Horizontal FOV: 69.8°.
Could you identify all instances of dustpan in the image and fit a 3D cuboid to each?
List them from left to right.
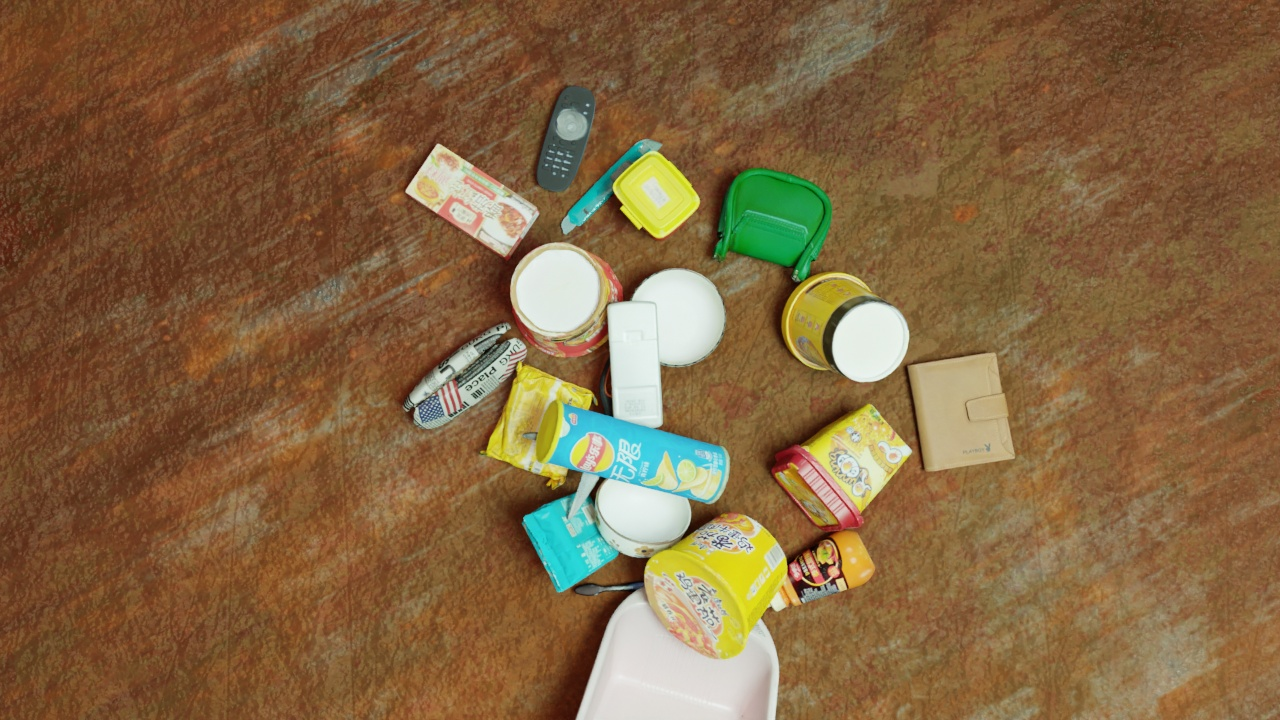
[{"bbox_3d":[0.042,0.375,1.005,0.222,0.272,0.139,15,116,0],"label":"dustpan"}]

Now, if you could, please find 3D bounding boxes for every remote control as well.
[{"bbox_3d":[-0.093,-0.274,1.144,0.053,0.024,0.136,16,85,5],"label":"remote control"},{"bbox_3d":[-0.006,0.006,1.057,0.058,0.021,0.150,-3,97,-4],"label":"remote control"}]

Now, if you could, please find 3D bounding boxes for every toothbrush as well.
[{"bbox_3d":[0.015,0.272,1.109,0.189,0.016,0.014,-4,82,-1],"label":"toothbrush"}]

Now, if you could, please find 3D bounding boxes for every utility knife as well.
[{"bbox_3d":[-0.039,-0.219,1.144,0.029,0.013,0.166,44,88,6],"label":"utility knife"}]

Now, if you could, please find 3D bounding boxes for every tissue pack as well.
[{"bbox_3d":[-0.081,0.206,1.055,0.050,0.133,0.093,-31,81,15],"label":"tissue pack"}]

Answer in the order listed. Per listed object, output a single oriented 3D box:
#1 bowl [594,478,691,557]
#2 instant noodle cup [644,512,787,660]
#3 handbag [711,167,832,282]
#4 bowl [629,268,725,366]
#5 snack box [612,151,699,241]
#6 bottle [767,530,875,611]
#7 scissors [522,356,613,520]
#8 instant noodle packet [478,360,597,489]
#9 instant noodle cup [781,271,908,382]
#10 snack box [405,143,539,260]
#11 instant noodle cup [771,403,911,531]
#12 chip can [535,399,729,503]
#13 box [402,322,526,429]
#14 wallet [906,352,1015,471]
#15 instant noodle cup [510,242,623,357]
[{"bbox_3d":[-0.003,0.189,1.080,0.113,0.113,0.062,21,130,3],"label":"bowl"},{"bbox_3d":[0.090,0.243,1.025,0.109,0.138,0.138,-34,84,-42],"label":"instant noodle cup"},{"bbox_3d":[0.159,-0.163,1.105,0.131,0.068,0.120,15,87,3],"label":"handbag"},{"bbox_3d":[0.042,-0.048,1.102,0.116,0.066,0.116,0,87,1],"label":"bowl"},{"bbox_3d":[0.018,-0.191,1.106,0.082,0.080,0.091,-41,86,-2],"label":"snack box"},{"bbox_3d":[0.198,0.255,1.081,0.149,0.066,0.066,-27,85,7],"label":"bottle"},{"bbox_3d":[-0.026,0.092,1.078,0.221,0.022,0.233,25,61,-16],"label":"scissors"},{"bbox_3d":[-0.122,0.079,1.111,0.111,0.044,0.128,22,89,2],"label":"instant noodle packet"},{"bbox_3d":[0.238,-0.035,1.053,0.118,0.114,0.118,-4,106,-13],"label":"instant noodle cup"},{"bbox_3d":[-0.209,-0.197,1.142,0.153,0.025,0.075,34,87,4],"label":"snack box"},{"bbox_3d":[0.236,0.121,1.067,0.123,0.116,0.116,-39,85,-13],"label":"instant noodle cup"},{"bbox_3d":[-0.007,0.104,1.026,0.210,0.071,0.071,16,86,-20],"label":"chip can"},{"bbox_3d":[-0.207,0.027,1.108,0.163,0.075,0.082,-36,96,-3],"label":"box"},{"bbox_3d":[0.384,0.062,1.101,0.108,0.031,0.131,-8,87,3],"label":"wallet"},{"bbox_3d":[-0.094,-0.077,1.088,0.138,0.108,0.138,0,86,2],"label":"instant noodle cup"}]
